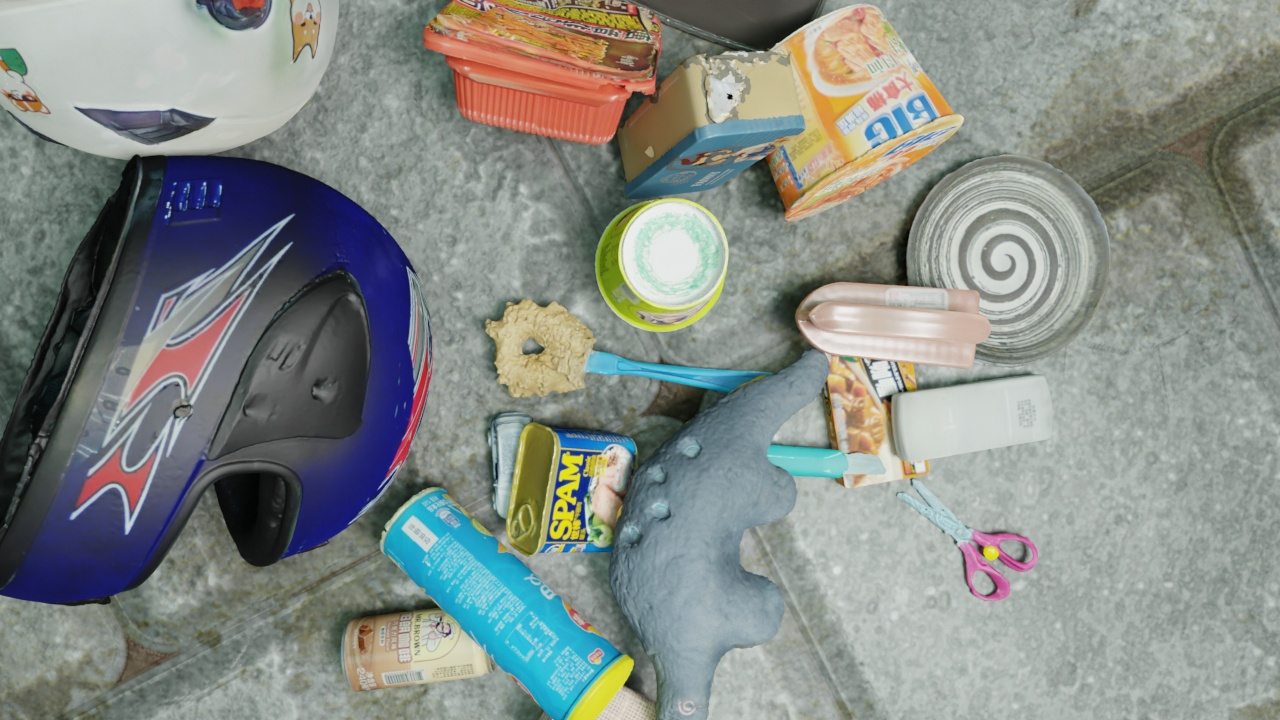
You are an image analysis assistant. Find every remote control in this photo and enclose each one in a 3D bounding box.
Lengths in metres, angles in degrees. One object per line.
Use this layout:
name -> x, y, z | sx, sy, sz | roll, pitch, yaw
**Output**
remote control -> 0.279, 0.047, 0.772 | 0.150, 0.021, 0.058 | -6, 91, -18

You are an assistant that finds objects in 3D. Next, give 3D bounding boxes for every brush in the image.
brush -> -0.005, 0.004, 0.763 | 0.254, 0.046, 0.083 | 9, 88, -8
brush -> 0.196, -0.030, 0.726 | 0.145, 0.073, 0.063 | 5, 92, -4

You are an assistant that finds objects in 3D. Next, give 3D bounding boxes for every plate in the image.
plate -> 0.310, -0.084, 0.783 | 0.179, 0.024, 0.179 | 0, 91, -5

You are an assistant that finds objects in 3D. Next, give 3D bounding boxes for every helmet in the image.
helmet -> -0.325, -0.221, 0.641 | 0.230, 0.273, 0.157 | 3, 129, 22
helmet -> -0.276, 0.024, 0.637 | 0.240, 0.248, 0.315 | 24, 78, -35

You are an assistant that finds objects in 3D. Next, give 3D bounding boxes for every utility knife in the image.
utility knife -> 0.113, 0.085, 0.770 | 0.182, 0.013, 0.029 | 3, 91, 7

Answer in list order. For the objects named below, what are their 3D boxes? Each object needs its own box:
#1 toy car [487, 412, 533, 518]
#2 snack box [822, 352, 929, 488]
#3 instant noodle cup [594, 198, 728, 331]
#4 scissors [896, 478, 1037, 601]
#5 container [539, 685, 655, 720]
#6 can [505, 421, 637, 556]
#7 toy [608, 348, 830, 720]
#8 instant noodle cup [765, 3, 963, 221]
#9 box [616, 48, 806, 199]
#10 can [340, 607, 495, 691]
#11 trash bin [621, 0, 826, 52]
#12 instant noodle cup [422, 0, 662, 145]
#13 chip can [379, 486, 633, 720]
toy car -> -0.103, 0.089, 0.759 | 0.043, 0.034, 0.090 | -3, 94, -7
snack box -> 0.194, 0.027, 0.778 | 0.075, 0.026, 0.154 | -10, 93, -4
instant noodle cup -> 0.021, -0.078, 0.714 | 0.111, 0.123, 0.111 | 0, 92, -4
scissors -> 0.273, 0.157, 0.797 | 0.137, 0.017, 0.074 | 32, 99, 0
container -> -0.023, 0.306, 0.739 | 0.111, 0.090, 0.090 | 31, 73, -2
can -> -0.054, 0.104, 0.736 | 0.083, 0.057, 0.102 | 8, 93, -35
toy -> 0.048, 0.141, 0.711 | 0.138, 0.091, 0.355 | 19, 77, -9
instant noodle cup -> 0.155, -0.193, 0.713 | 0.151, 0.151, 0.111 | -26, 86, -2
box -> 0.044, -0.171, 0.691 | 0.089, 0.184, 0.061 | -10, 87, -18
can -> -0.179, 0.233, 0.747 | 0.116, 0.058, 0.058 | -6, 93, -3
trash bin -> 0.079, -0.364, 0.660 | 0.199, 0.220, 0.198 | 20, 90, -3
instant noodle cup -> -0.069, -0.225, 0.695 | 0.164, 0.188, 0.079 | 11, 123, -3
chip can -> -0.106, 0.188, 0.704 | 0.210, 0.071, 0.071 | 37, 89, 22
